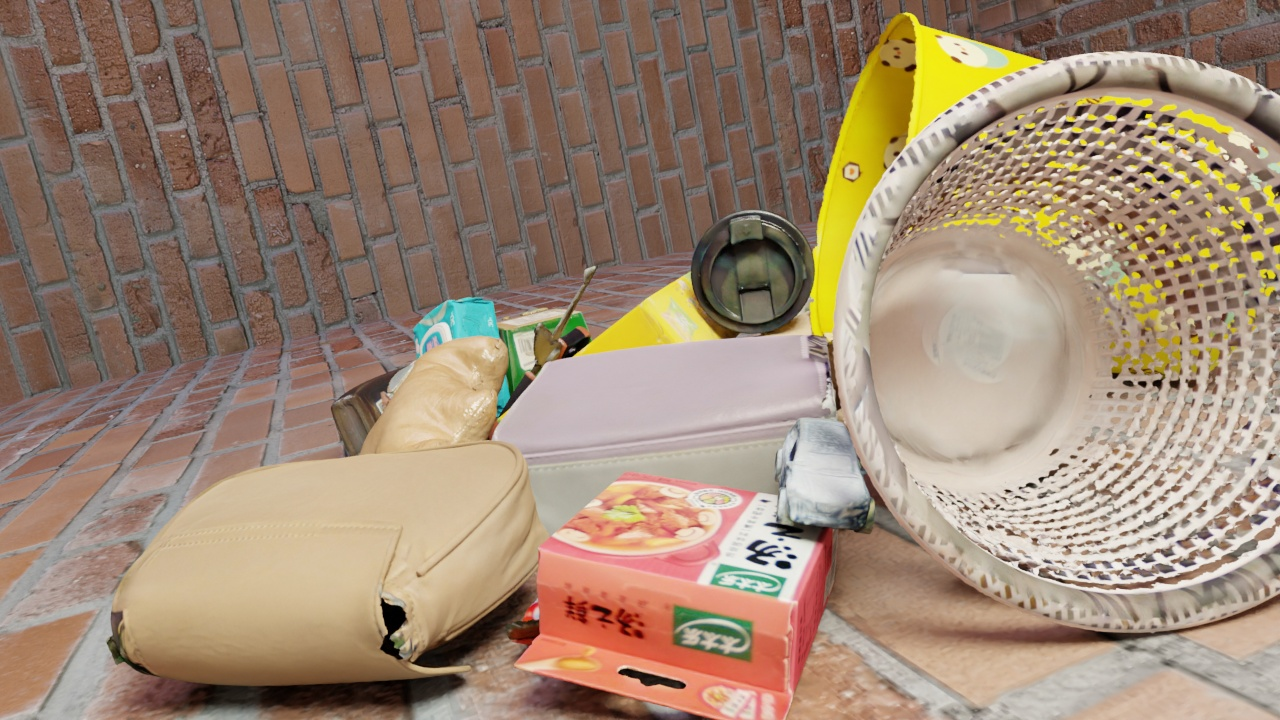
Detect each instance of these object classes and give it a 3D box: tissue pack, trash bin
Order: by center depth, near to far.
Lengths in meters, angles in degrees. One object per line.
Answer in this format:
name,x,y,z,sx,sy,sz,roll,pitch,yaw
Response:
trash bin,0.189,-0.005,0.445,0.227,0.227,0.192,-11,-2,0
trash bin,0.273,-0.099,0.645,0.255,0.230,0.229,12,11,-1
tissue pack,-0.173,0.012,0.876,0.050,0.133,0.093,3,-24,-40

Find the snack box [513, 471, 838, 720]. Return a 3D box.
snack box,0.021,0.097,0.406,0.113,0.044,0.126,7,16,19

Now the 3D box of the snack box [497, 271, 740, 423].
snack box,-0.004,0.004,0.754,0.158,0.070,0.209,-38,1,22

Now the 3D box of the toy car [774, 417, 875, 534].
toy car,0.085,0.053,0.429,0.043,0.034,0.090,8,16,6

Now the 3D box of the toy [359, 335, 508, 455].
toy,-0.168,0.061,0.720,0.144,0.082,0.225,-46,18,17

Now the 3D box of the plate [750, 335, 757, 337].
plate,0.147,-0.005,0.949,0.179,0.024,0.179,-10,9,1

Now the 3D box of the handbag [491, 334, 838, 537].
handbag,0.024,0.046,0.569,0.197,0.098,0.144,-8,26,13

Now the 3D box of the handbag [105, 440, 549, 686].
handbag,-0.152,0.108,0.468,0.205,0.100,0.147,-8,19,20

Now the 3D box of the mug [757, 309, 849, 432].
mug,0.137,0.016,0.709,0.125,0.084,0.103,23,33,39

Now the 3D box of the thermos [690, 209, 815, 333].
thermos,0.090,-0.074,0.731,0.093,0.093,0.143,-9,8,10

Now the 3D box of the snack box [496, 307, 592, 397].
snack box,-0.097,0.007,0.909,0.118,0.105,0.118,-17,12,-23

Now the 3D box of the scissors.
scissors,-0.081,0.004,0.765,0.189,0.015,0.226,-54,-6,4

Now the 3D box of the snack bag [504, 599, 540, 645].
snack bag,-0.033,0.117,0.466,0.045,0.026,0.105,-15,9,12

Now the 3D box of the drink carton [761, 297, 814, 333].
drink carton,0.168,-0.023,0.819,0.122,0.045,0.053,18,0,-19

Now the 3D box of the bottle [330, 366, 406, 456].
bottle,-0.222,0.043,0.922,0.044,0.080,0.194,-21,4,27
